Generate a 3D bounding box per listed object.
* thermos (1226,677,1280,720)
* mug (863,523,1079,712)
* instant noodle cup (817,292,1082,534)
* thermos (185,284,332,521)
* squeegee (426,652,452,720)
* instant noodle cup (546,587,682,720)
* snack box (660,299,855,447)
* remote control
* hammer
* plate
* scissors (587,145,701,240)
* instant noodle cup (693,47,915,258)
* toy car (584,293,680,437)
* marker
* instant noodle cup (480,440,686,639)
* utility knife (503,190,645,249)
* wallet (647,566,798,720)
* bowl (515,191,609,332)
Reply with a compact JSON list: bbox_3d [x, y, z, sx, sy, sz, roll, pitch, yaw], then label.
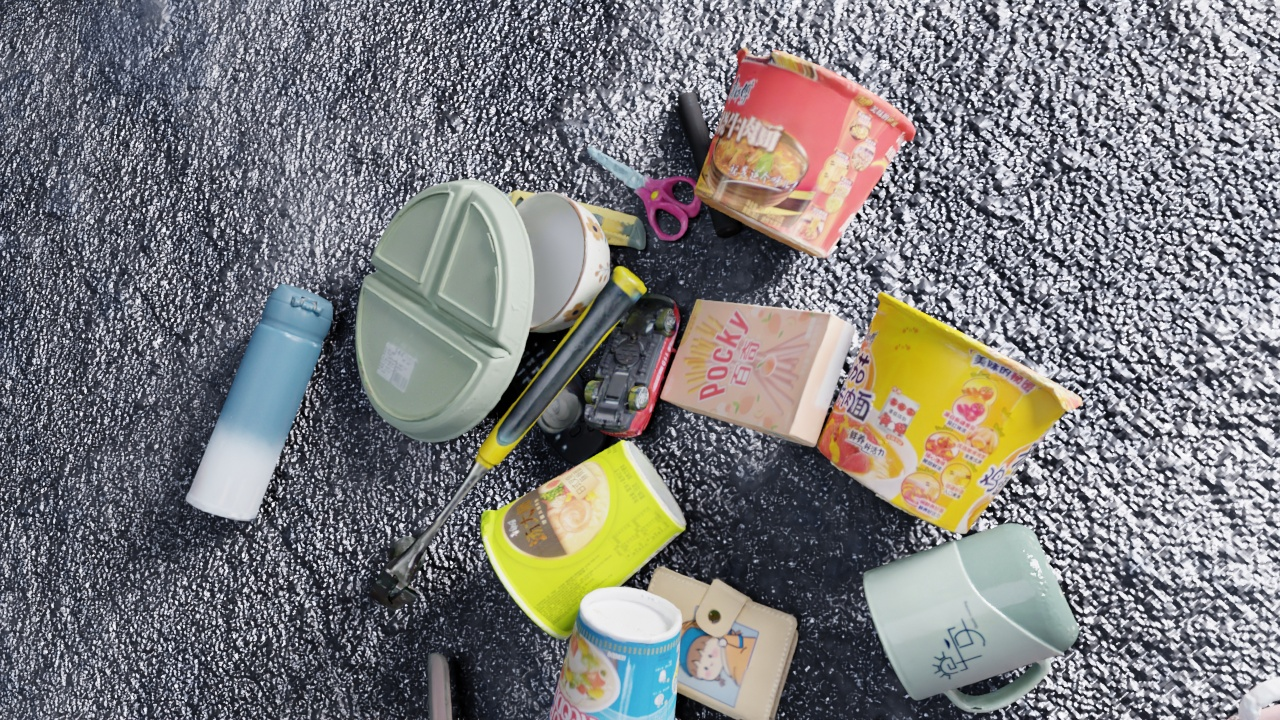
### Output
[{"bbox_3d":[0.296,0.241,0.511,0.199,0.067,0.087,-30,104,17],"label":"thermos"},{"bbox_3d":[0.211,0.166,0.572,0.106,0.082,0.112,-25,99,16],"label":"mug"},{"bbox_3d":[0.186,0.036,0.583,0.138,0.138,0.110,33,100,27],"label":"instant noodle cup"},{"bbox_3d":[-0.352,0.037,0.859,0.070,0.070,0.220,18,84,26],"label":"thermos"},{"bbox_3d":[-0.045,0.318,0.649,0.250,0.040,0.247,-12,67,12],"label":"squeegee"},{"bbox_3d":[-0.015,0.219,0.627,0.099,0.099,0.110,15,104,26],"label":"instant noodle cup"},{"bbox_3d":[0.077,0.004,0.651,0.157,0.026,0.084,13,82,58],"label":"snack box"},{"bbox_3d":[-0.071,0.026,0.756,0.053,0.024,0.136,-40,66,9],"label":"remote control"},{"bbox_3d":[-0.104,0.062,0.703,0.032,0.126,0.323,38,98,-9],"label":"hammer"},{"bbox_3d":[-0.176,-0.045,0.782,0.231,0.027,0.230,-10,75,40],"label":"plate"},{"bbox_3d":[-0.002,-0.150,0.772,0.133,0.017,0.056,41,111,31],"label":"scissors"},{"bbox_3d":[0.111,-0.143,0.662,0.138,0.137,0.109,30,100,27],"label":"instant noodle cup"},{"bbox_3d":[-0.004,0.004,0.719,0.053,0.045,0.120,9,70,31],"label":"toy car"},{"bbox_3d":[0.053,-0.160,0.748,0.022,0.020,0.132,-28,67,32],"label":"marker"},{"bbox_3d":[-0.037,0.123,0.678,0.123,0.111,0.111,-36,66,3],"label":"instant noodle cup"},{"bbox_3d":[-0.064,-0.124,0.797,0.166,0.018,0.031,15,78,31],"label":"utility knife"},{"bbox_3d":[0.052,0.203,0.661,0.115,0.024,0.087,16,90,28],"label":"wallet"},{"bbox_3d":[-0.065,-0.074,0.750,0.114,0.062,0.113,-11,73,39],"label":"bowl"}]
